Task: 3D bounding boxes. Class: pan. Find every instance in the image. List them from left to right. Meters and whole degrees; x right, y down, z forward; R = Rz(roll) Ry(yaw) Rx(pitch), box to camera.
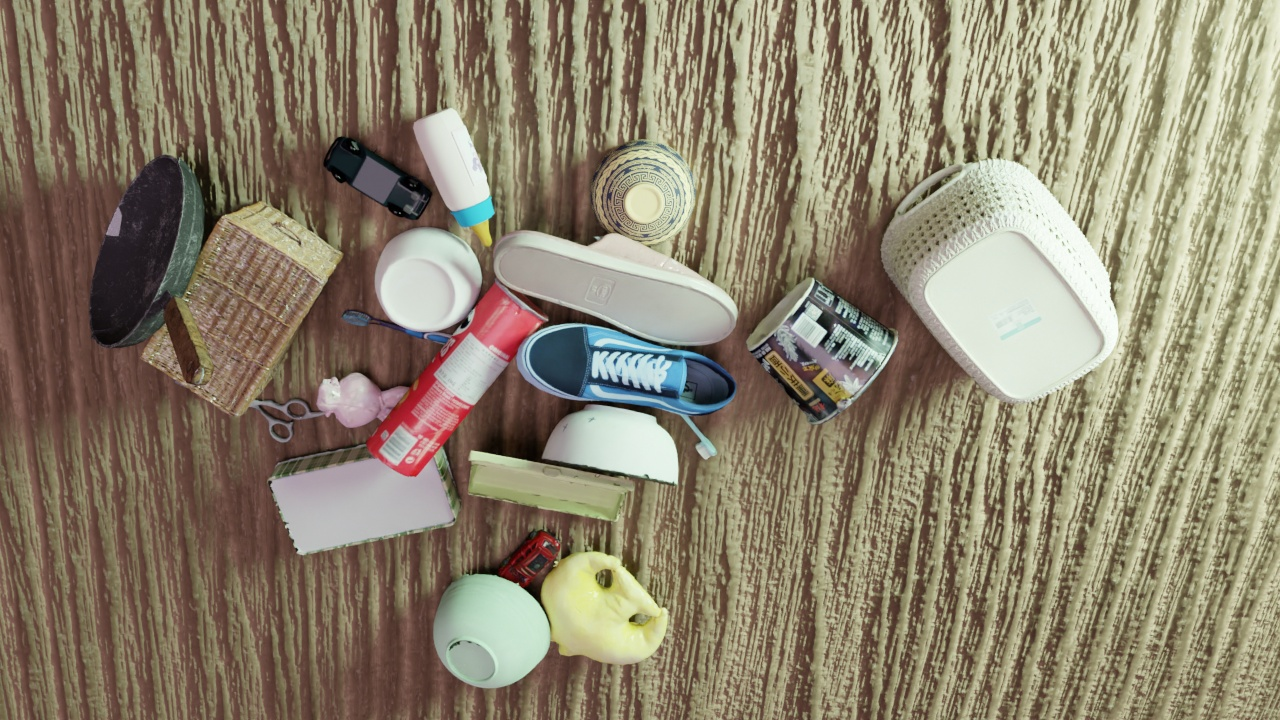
[{"bbox_3d":[-0.452,-0.068,0.875,0.040,0.357,0.208,20,106,-48],"label":"pan"}]

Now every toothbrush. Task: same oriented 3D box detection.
[{"bbox_3d":[-0.243,-0.028,1.035,0.189,0.017,0.016,14,109,-6],"label":"toothbrush"},{"bbox_3d":[0.033,0.046,1.069,0.017,0.016,0.180,-30,109,19],"label":"toothbrush"}]

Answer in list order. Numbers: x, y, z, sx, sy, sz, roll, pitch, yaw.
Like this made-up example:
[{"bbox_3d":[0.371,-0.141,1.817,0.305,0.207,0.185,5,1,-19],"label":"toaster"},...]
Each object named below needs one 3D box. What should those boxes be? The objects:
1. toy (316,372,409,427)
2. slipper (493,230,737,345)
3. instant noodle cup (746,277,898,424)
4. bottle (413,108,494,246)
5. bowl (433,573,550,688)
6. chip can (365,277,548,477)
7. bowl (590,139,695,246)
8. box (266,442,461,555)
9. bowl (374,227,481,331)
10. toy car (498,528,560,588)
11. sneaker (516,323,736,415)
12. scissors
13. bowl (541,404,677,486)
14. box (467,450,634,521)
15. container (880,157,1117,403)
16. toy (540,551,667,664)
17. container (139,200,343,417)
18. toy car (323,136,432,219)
[{"bbox_3d":[-0.312,0.048,1.049,0.110,0.047,0.064,15,113,-18],"label":"toy"},{"bbox_3d":[-0.022,-0.084,0.977,0.274,0.054,0.114,17,142,-17],"label":"slipper"},{"bbox_3d":[0.190,-0.017,0.991,0.112,0.137,0.137,41,105,-5],"label":"instant noodle cup"},{"bbox_3d":[-0.187,-0.186,0.957,0.051,0.051,0.146,-19,110,6],"label":"bottle"},{"bbox_3d":[-0.193,0.346,1.130,0.151,0.076,0.151,6,114,14],"label":"bowl"},{"bbox_3d":[-0.201,0.022,1.001,0.073,0.073,0.233,39,95,-14],"label":"chip can"},{"bbox_3d":[0.003,-0.170,0.960,0.112,0.061,0.112,0,111,-1],"label":"bowl"},{"bbox_3d":[-0.325,0.157,1.090,0.205,0.049,0.118,-13,113,4],"label":"box"},{"bbox_3d":[-0.233,-0.081,0.989,0.116,0.065,0.116,0,111,-1],"label":"bowl"},{"bbox_3d":[-0.138,0.249,1.136,0.042,0.036,0.091,40,111,-15],"label":"toy car"},{"bbox_3d":[-0.006,0.006,0.980,0.241,0.098,0.083,13,74,-22],"label":"sneaker"},{"bbox_3d":[-0.449,0.042,1.061,0.170,0.014,0.095,41,107,-18],"label":"scissors"},{"bbox_3d":[-0.029,0.092,1.026,0.153,0.153,0.073,11,82,-5],"label":"bowl"},{"bbox_3d":[-0.105,0.138,1.062,0.187,0.141,0.043,11,66,-4],"label":"box"},{"bbox_3d":[0.377,-0.076,0.958,0.185,0.142,0.246,-38,107,26],"label":"container"},{"bbox_3d":[-0.055,0.314,1.144,0.155,0.064,0.170,-38,101,21],"label":"toy"},{"bbox_3d":[-0.412,-0.059,0.969,0.114,0.112,0.199,34,107,-13],"label":"container"},{"bbox_3d":[-0.275,-0.190,0.963,0.112,0.034,0.046,32,108,-13],"label":"toy car"}]
